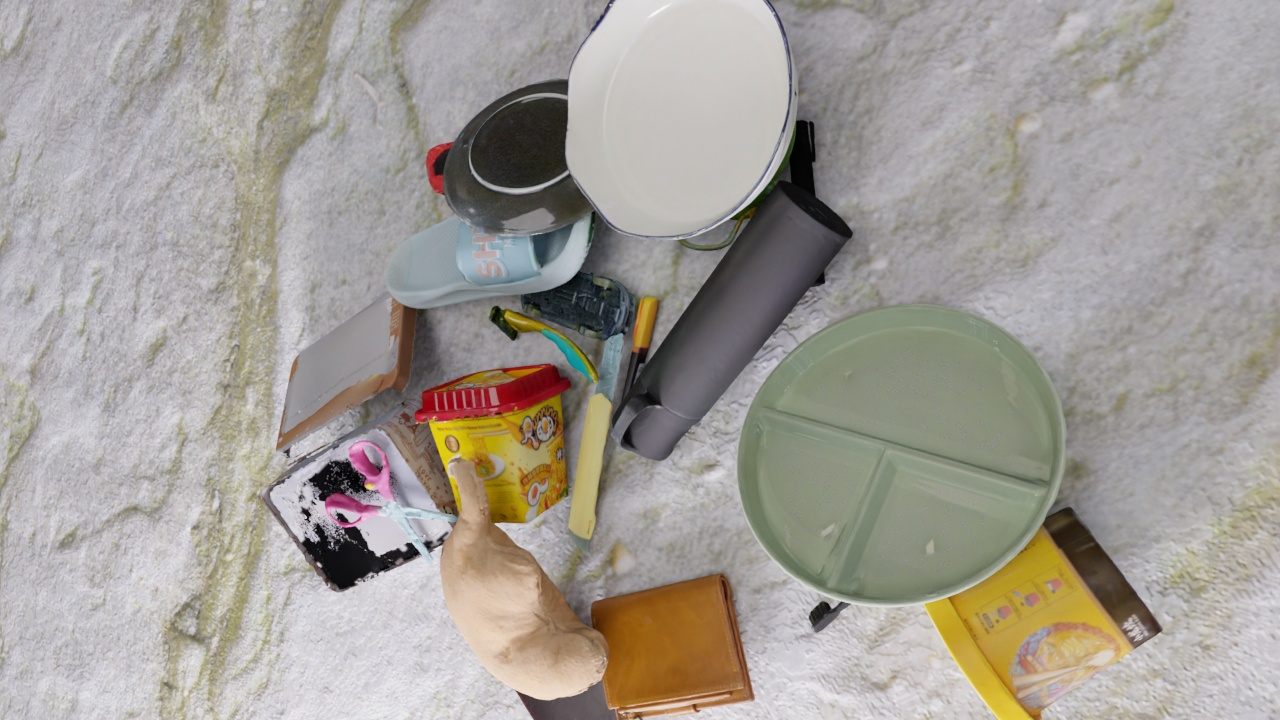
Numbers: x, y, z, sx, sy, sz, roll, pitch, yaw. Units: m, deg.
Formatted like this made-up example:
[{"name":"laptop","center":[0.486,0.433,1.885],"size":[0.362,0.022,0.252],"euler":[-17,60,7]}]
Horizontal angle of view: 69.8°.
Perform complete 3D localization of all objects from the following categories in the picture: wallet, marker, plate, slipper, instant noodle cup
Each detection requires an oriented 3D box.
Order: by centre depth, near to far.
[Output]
[{"name":"instant noodle cup","center":[0.266,0.166,0.613],"size":[0.115,0.118,0.118],"euler":[-37,74,15]},{"name":"plate","center":[0.178,0.063,0.650],"size":[0.231,0.027,0.229],"euler":[-16,55,24]},{"name":"plate","center":[0.031,-0.191,0.692],"size":[0.205,0.045,0.205],"euler":[-1,89,38]},{"name":"marker","center":[0.132,-0.124,0.728],"size":[0.022,0.020,0.132],"euler":[-5,87,22]},{"name":"wallet","center":[0.025,0.252,0.777],"size":[0.131,0.035,0.119],"euler":[-19,78,26]},{"name":"plate","center":[-0.091,-0.183,0.791],"size":[0.179,0.024,0.179],"euler":[-7,60,13]},{"name":"marker","center":[-0.005,0.005,0.801],"size":[0.015,0.018,0.124],"euler":[17,99,26]},{"name":"instant noodle cup","center":[-0.123,0.075,0.818],"size":[0.116,0.116,0.124],"euler":[-5,100,27]},{"name":"slipper","center":[-0.145,-0.110,0.827],"size":[0.246,0.074,0.103],"euler":[-11,59,31]},{"name":"wallet","center":[-0.069,0.297,0.839],"size":[0.096,0.020,0.122],"euler":[-43,71,16]}]

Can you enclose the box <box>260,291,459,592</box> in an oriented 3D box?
[{"name":"box","center":[-0.270,0.075,0.889],"size":[0.180,0.132,0.271],"euler":[-28,73,25]}]

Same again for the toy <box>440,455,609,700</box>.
[{"name":"toy","center":[-0.118,0.191,0.776],"size":[0.144,0.082,0.226],"euler":[-28,99,39]}]

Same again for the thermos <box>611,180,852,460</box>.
[{"name":"thermos","center":[0.060,-0.021,0.714],"size":[0.068,0.089,0.243],"euler":[43,115,15]}]

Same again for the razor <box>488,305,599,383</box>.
[{"name":"razor","center":[-0.080,-0.014,0.815],"size":[0.133,0.043,0.028],"euler":[30,75,36]}]

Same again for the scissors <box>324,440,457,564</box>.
[{"name":"scissors","center":[-0.228,0.132,0.815],"size":[0.132,0.017,0.133],"euler":[-24,107,22]}]

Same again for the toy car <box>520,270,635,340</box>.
[{"name":"toy car","center":[-0.058,-0.054,0.819],"size":[0.121,0.036,0.054],"euler":[20,98,36]}]

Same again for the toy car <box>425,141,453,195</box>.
[{"name":"toy car","center":[-0.158,-0.191,0.872],"size":[0.106,0.031,0.049],"euler":[-10,87,25]}]

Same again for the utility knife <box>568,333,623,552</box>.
[{"name":"utility knife","center":[-0.040,0.073,0.805],"size":[0.031,0.021,0.208],"euler":[21,115,29]}]

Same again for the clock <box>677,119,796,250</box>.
[{"name":"clock","center":[0.059,-0.168,0.734],"size":[0.116,0.056,0.161],"euler":[6,94,38]}]

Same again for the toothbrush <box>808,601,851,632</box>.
[{"name":"toothbrush","center":[0.204,0.139,0.691],"size":[0.213,0.026,0.027],"euler":[-47,36,21]}]
